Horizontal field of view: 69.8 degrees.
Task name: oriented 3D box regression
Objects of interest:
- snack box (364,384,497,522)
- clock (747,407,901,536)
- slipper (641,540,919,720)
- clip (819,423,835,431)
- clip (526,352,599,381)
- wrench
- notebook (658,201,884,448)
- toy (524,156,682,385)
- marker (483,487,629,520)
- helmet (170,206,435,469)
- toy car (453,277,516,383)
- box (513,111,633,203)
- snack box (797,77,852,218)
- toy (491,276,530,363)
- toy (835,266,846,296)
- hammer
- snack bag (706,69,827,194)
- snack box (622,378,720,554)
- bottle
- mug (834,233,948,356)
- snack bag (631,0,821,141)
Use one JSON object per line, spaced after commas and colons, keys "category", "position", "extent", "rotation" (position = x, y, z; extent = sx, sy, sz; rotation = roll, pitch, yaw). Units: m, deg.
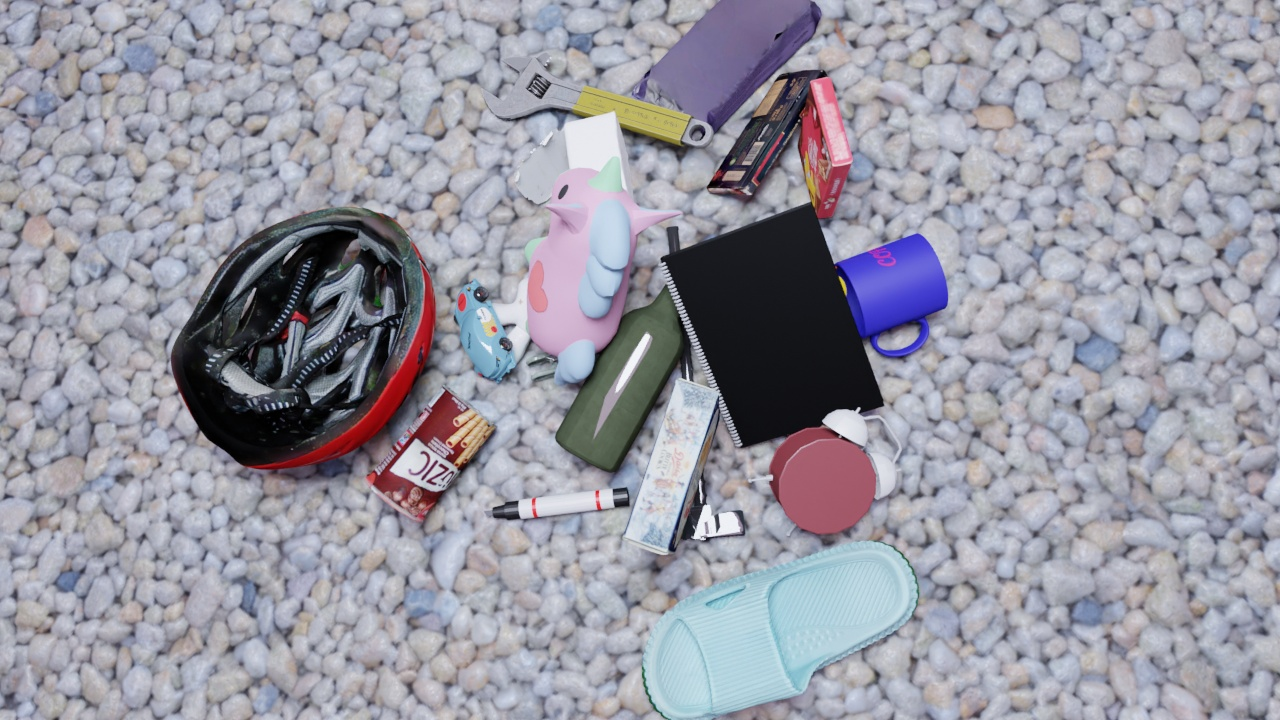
{"category": "snack box", "position": [-0.206, 0.091, 0.909], "extent": [0.072, 0.072, 0.121], "rotation": [37, 83, 12]}
{"category": "clock", "position": [0.179, 0.105, 0.862], "extent": [0.137, 0.048, 0.096], "rotation": [-35, 101, 2]}
{"category": "slipper", "position": [0.128, 0.246, 0.845], "extent": [0.276, 0.069, 0.116], "rotation": [-22, 73, 0]}
{"category": "clip", "position": [0.181, 0.073, 0.896], "extent": [0.062, 0.047, 0.025], "rotation": [-44, 75, 24]}
{"category": "clip", "position": [-0.079, -0.001, 0.942], "extent": [0.076, 0.023, 0.047], "rotation": [-18, 75, -1]}
{"category": "wrench", "position": [-0.049, -0.268, 0.974], "extent": [0.273, 0.018, 0.083], "rotation": [22, 91, 20]}
{"category": "notebook", "position": [0.123, -0.026, 0.858], "extent": [0.149, 0.016, 0.207], "rotation": [-18, 109, 17]}
{"category": "toy", "position": [-0.052, -0.073, 0.838], "extent": [0.120, 0.171, 0.222], "rotation": [-1, 102, -22]}
{"category": "marker", "position": [-0.084, 0.144, 0.912], "extent": [0.145, 0.019, 0.019], "rotation": [-8, 77, 4]}
{"category": "helmet", "position": [-0.313, -0.020, 0.895], "extent": [0.217, 0.167, 0.271], "rotation": [33, 83, 12]}
{"category": "toy car", "position": [-0.167, -0.030, 0.937], "extent": [0.027, 0.060, 0.107], "rotation": [-13, 70, -43]}
{"category": "box", "position": [-0.075, -0.183, 0.938], "extent": [0.130, 0.110, 0.103], "rotation": [-10, 77, 2]}
{"category": "snack box", "position": [0.179, -0.205, 0.902], "extent": [0.021, 0.133, 0.089], "rotation": [-12, 77, 2]}
{"category": "toy", "position": [-0.104, -0.051, 0.946], "extent": [0.125, 0.037, 0.076], "rotation": [-28, 83, 6]}
{"category": "toy", "position": [0.138, -0.086, 0.902], "extent": [0.100, 0.097, 0.119], "rotation": [-22, 74, 5]}
{"category": "hammer", "position": [0.041, 0.018, 0.930], "extent": [0.095, 0.015, 0.324], "rotation": [-6, 77, 5]}
{"category": "snack bag", "position": [0.129, -0.236, 0.951], "extent": [0.018, 0.075, 0.155], "rotation": [38, 81, -30]}
{"category": "snack box", "position": [0.032, 0.101, 0.830], "extent": [0.042, 0.144, 0.145], "rotation": [17, 80, 8]}
{"category": "bottle", "position": [-0.005, 0.005, 0.898], "extent": [0.071, 0.071, 0.206], "rotation": [29, 87, 11]}
{"category": "mug", "position": [0.248, -0.058, 0.899], "extent": [0.083, 0.079, 0.111], "rotation": [-20, 105, 1]}
{"category": "snack bag", "position": [0.094, -0.330, 0.977], "extent": [0.096, 0.058, 0.205], "rotation": [43, 85, 12]}
